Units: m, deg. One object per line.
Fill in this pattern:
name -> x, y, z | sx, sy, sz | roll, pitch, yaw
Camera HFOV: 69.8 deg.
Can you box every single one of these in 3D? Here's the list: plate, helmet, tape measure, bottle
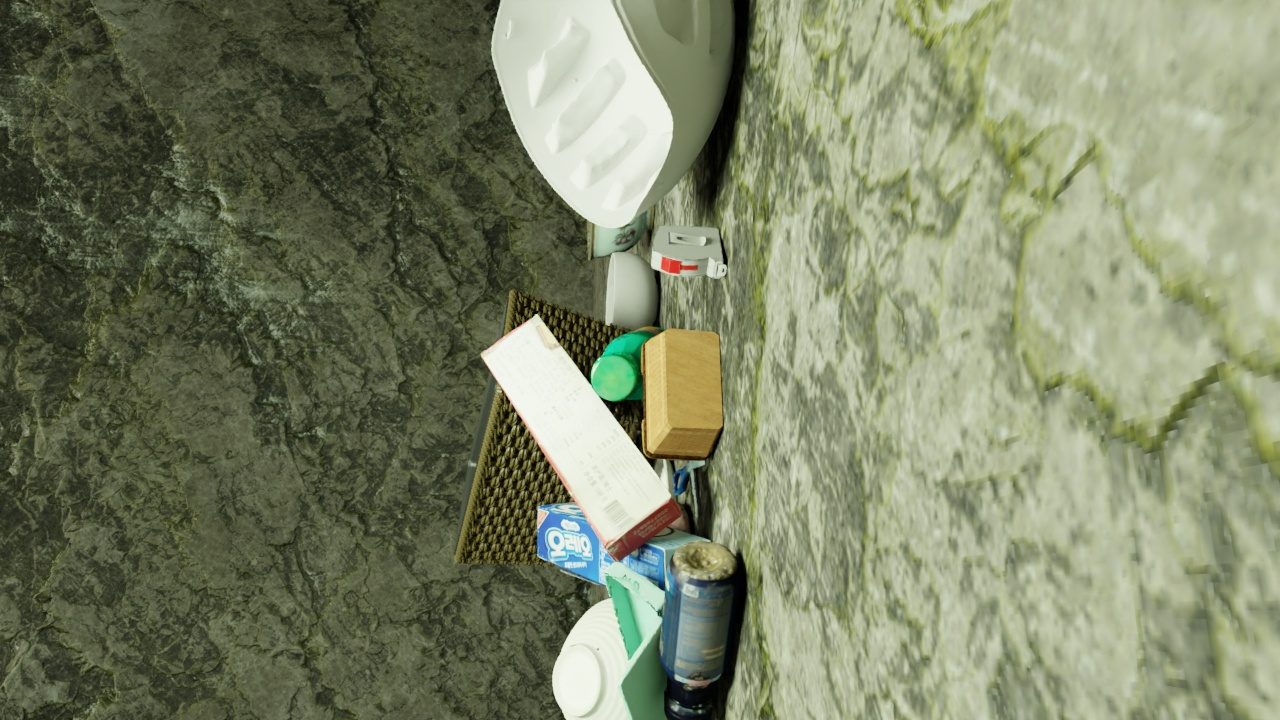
plate -> 0.027, 0.186, 1.087 | 0.157, 0.014, 0.157 | 180, 92, -84
helmet -> -0.029, -0.245, 0.789 | 0.224, 0.183, 0.283 | 50, 138, 26
tape measure -> 0.041, -0.096, 0.791 | 0.060, 0.062, 0.020 | -90, 4, -54
bottle -> 0.043, 0.215, 0.709 | 0.056, 0.056, 0.161 | -99, 11, -62
bottle -> -0.006, 0.005, 0.931 | 0.209, 0.068, 0.068 | -29, -59, -78

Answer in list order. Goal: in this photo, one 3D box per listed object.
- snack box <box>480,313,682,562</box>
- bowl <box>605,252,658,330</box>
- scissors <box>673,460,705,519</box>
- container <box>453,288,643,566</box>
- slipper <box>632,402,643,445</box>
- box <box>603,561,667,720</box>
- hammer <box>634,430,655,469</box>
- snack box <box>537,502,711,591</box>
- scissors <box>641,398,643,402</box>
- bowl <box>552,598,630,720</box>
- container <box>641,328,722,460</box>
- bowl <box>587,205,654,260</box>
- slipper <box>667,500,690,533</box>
snack box -> -0.063, 0.065, 0.867 | 0.273, 0.076, 0.044 | 50, 174, 38
bowl -> -0.010, -0.081, 1.264 | 0.132, 0.064, 0.132 | -179, 92, -84
scissors -> 0.049, 0.107, 0.918 | 0.129, 0.014, 0.127 | 103, 163, -48
container -> -0.097, 0.104, 1.137 | 0.176, 0.205, 0.322 | -92, 17, -48
slipper -> -0.041, 0.136, 1.345 | 0.060, 0.118, 0.294 | 168, 111, -73
box -> -0.002, 0.274, 0.793 | 0.109, 0.078, 0.187 | -58, -32, -38
hammer -> 0.002, 0.261, 1.267 | 0.133, 0.033, 0.333 | -108, 19, -71
snack box -> -0.023, 0.182, 0.883 | 0.227, 0.059, 0.059 | 2, 92, 55
scissors -> -0.021, 0.013, 1.305 | 0.128, 0.012, 0.121 | 20, 89, 43
bowl -> -0.046, 0.349, 1.005 | 0.178, 0.070, 0.177 | -15, 68, 40
container -> 0.038, 0.025, 0.805 | 0.061, 0.063, 0.113 | 123, 149, -65
bowl -> -0.029, -0.227, 1.350 | 0.160, 0.094, 0.160 | 179, 92, -84
slipper -> -0.003, 0.189, 0.977 | 0.197, 0.081, 0.093 | -177, 89, -75
